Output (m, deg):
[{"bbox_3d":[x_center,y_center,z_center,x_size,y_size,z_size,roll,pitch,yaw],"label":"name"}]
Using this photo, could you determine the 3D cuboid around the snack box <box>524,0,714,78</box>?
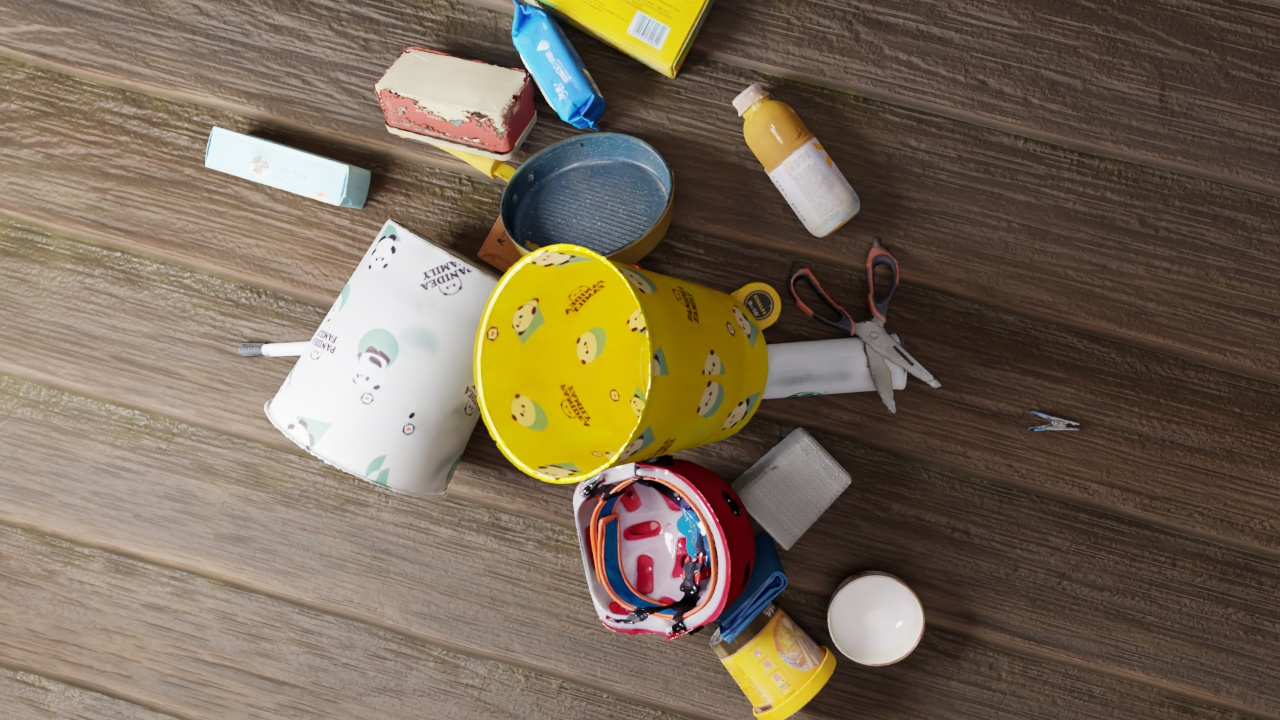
[{"bbox_3d":[-0.017,-0.443,1.043,0.210,0.070,0.158,28,98,1],"label":"snack box"}]

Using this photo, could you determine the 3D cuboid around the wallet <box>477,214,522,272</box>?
[{"bbox_3d":[-0.116,-0.138,1.110,0.132,0.031,0.108,32,97,2],"label":"wallet"}]

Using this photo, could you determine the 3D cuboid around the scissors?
[{"bbox_3d":[0.257,-0.048,1.053,0.189,0.015,0.226,9,70,14],"label":"scissors"}]

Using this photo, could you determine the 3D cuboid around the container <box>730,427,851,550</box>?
[{"bbox_3d":[0.180,0.147,1.091,0.114,0.090,0.090,-44,92,5],"label":"container"}]

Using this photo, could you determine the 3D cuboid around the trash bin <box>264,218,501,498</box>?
[{"bbox_3d":[-0.264,-0.008,1.049,0.229,0.229,0.252,28,92,1],"label":"trash bin"}]

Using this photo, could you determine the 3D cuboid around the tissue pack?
[{"bbox_3d":[-0.095,-0.334,1.051,0.052,0.095,0.157,-31,93,11],"label":"tissue pack"}]

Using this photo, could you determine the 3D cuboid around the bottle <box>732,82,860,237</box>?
[{"bbox_3d":[0.175,-0.232,1.053,0.068,0.068,0.189,-36,93,8],"label":"bottle"}]

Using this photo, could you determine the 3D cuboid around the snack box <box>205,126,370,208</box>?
[{"bbox_3d":[-0.420,-0.230,1.100,0.175,0.074,0.052,16,99,3],"label":"snack box"}]

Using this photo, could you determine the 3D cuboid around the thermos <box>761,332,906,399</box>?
[{"bbox_3d":[0.194,0.012,1.083,0.224,0.073,0.073,-5,96,6],"label":"thermos"}]

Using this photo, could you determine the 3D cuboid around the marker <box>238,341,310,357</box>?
[{"bbox_3d":[-0.443,-0.016,1.157,0.131,0.018,0.023,-3,110,6],"label":"marker"}]

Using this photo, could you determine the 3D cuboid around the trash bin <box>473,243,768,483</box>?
[{"bbox_3d":[-0.006,0.006,0.975,0.230,0.254,0.229,-1,88,38],"label":"trash bin"}]

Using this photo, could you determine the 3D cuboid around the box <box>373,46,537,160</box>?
[{"bbox_3d":[-0.211,-0.298,1.041,0.168,0.080,0.091,16,59,15],"label":"box"}]

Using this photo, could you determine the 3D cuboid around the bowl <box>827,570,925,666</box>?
[{"bbox_3d":[0.281,0.306,1.114,0.113,0.062,0.113,1,96,5],"label":"bowl"}]

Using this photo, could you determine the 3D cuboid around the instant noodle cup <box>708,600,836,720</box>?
[{"bbox_3d":[0.154,0.355,1.108,0.118,0.118,0.114,-43,84,8],"label":"instant noodle cup"}]

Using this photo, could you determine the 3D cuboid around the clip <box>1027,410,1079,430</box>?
[{"bbox_3d":[0.492,0.074,1.087,0.058,0.027,0.045,9,90,3],"label":"clip"}]

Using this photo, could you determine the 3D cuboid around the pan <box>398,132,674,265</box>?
[{"bbox_3d":[-0.130,-0.211,1.053,0.358,0.078,0.197,19,61,23],"label":"pan"}]

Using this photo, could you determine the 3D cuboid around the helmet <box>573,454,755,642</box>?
[{"bbox_3d":[0.046,0.203,1.059,0.241,0.143,0.207,-12,91,43],"label":"helmet"}]

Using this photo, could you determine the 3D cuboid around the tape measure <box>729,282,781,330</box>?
[{"bbox_3d":[0.139,-0.065,1.097,0.057,0.029,0.060,-29,94,8],"label":"tape measure"}]

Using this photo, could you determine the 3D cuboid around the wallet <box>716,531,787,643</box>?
[{"bbox_3d":[0.126,0.266,1.086,0.040,0.133,0.106,42,97,-5],"label":"wallet"}]

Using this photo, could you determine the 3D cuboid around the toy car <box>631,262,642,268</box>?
[{"bbox_3d":[-0.036,-0.075,1.110,0.106,0.031,0.049,-39,91,10],"label":"toy car"}]
